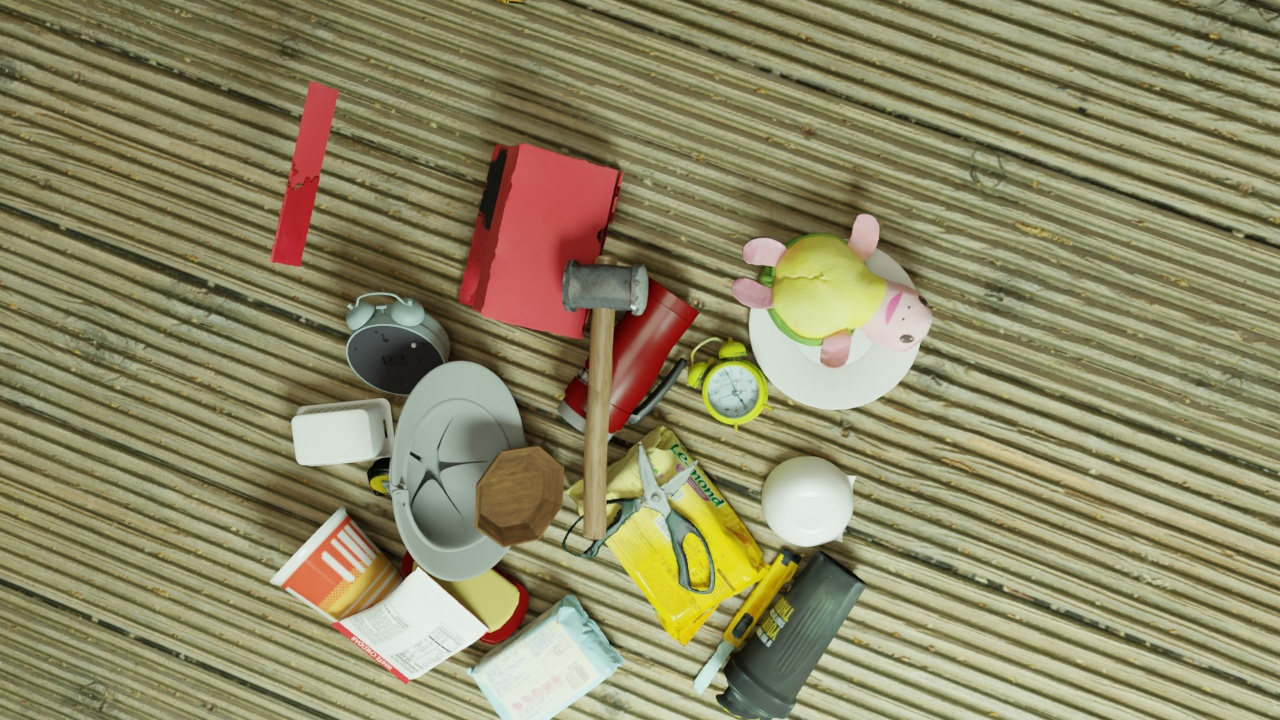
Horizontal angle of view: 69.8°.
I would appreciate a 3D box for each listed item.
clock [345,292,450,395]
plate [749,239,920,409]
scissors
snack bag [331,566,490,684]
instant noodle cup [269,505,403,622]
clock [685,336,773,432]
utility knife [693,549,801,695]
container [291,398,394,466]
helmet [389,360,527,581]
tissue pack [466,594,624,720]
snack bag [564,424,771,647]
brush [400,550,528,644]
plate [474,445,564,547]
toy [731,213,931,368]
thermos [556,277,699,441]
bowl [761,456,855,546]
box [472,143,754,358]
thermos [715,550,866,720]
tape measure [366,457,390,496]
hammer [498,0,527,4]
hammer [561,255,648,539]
[{"bbox_3d":[-0.301,-0.022,1.134,0.122,0.045,0.159,-3,133,9],"label":"clock"},{"bbox_3d":[0.239,-0.044,1.128,0.209,0.015,0.208,0,94,6],"label":"plate"},{"bbox_3d":[-0.004,0.203,1.105,0.204,0.015,0.201,-17,94,11],"label":"scissors"},{"bbox_3d":[-0.281,0.330,1.124,0.144,0.039,0.131,-35,114,14],"label":"snack bag"},{"bbox_3d":[-0.380,0.273,1.172,0.121,0.123,0.123,44,97,-6],"label":"instant noodle cup"},{"bbox_3d":[0.107,0.027,1.128,0.083,0.057,0.119,-34,84,8],"label":"clock"},{"bbox_3d":[0.133,0.335,1.170,0.030,0.019,0.225,35,100,12],"label":"utility knife"},{"bbox_3d":[-0.390,0.096,1.189,0.129,0.049,0.081,-6,93,6],"label":"container"},{"bbox_3d":[-0.245,0.129,1.143,0.183,0.118,0.271,-10,103,-37],"label":"helmet"},{"bbox_3d":[-0.126,0.394,1.174,0.182,0.070,0.112,-37,89,10],"label":"tissue pack"},{"bbox_3d":[0.037,0.217,1.143,0.160,0.068,0.247,-38,90,6],"label":"snack bag"},{"bbox_3d":[-0.223,0.286,1.170,0.173,0.042,0.082,36,63,2],"label":"brush"},{"bbox_3d":[-0.153,0.164,1.127,0.131,0.025,0.131,-10,106,-37],"label":"plate"},{"bbox_3d":[0.228,-0.079,1.074,0.238,0.088,0.190,14,76,0],"label":"toy"},{"bbox_3d":[-0.007,0.007,1.130,0.108,0.084,0.198,33,95,-24],"label":"thermos"},{"bbox_3d":[0.207,0.178,1.130,0.115,0.050,0.114,0,94,6],"label":"bowl"},{"bbox_3d":[-0.017,-0.130,1.239,0.171,0.477,0.214,16,96,28],"label":"box"},{"bbox_3d":[0.187,0.345,1.129,0.098,0.098,0.221,34,91,3],"label":"thermos"},{"bbox_3d":[-0.320,0.153,1.182,0.062,0.034,0.061,-4,139,7],"label":"tape measure"},{"bbox_3d":[-0.068,-0.552,1.117,0.321,0.036,0.123,-27,92,10],"label":"hammer"},{"bbox_3d":[-0.048,0.042,1.065,0.098,0.052,0.328,3,90,11],"label":"hammer"}]
